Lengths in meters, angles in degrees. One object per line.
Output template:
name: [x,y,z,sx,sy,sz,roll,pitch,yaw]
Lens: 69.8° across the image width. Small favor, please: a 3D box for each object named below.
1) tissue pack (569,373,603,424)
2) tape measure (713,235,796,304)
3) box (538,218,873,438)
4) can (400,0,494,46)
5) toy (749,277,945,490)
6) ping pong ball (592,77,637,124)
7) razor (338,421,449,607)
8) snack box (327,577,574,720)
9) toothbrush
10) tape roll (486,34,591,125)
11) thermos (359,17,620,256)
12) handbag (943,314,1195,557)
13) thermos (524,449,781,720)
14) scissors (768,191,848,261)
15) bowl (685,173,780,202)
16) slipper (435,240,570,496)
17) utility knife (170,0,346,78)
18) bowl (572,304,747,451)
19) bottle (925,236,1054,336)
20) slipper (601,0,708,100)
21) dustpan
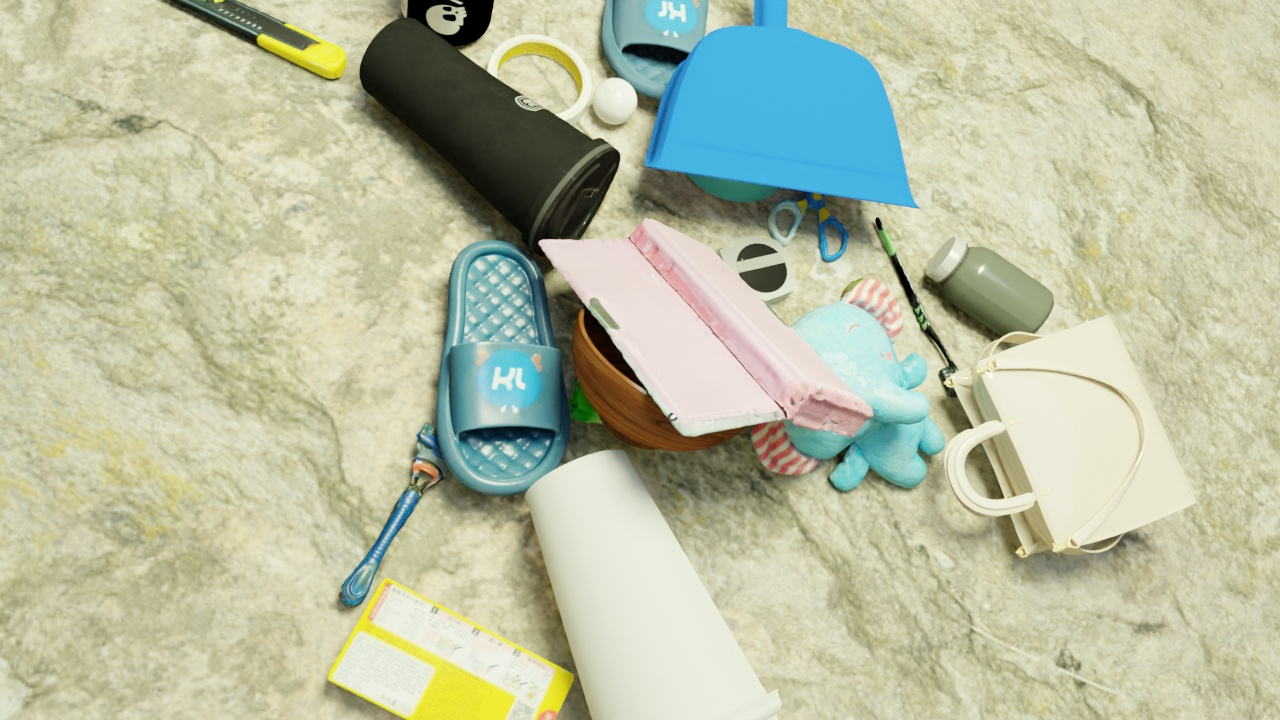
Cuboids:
tissue pack: [-0.004,0.004,0.745,0.099,0.034,0.113,17,66,-13]
tape measure: [0.102,-0.079,0.817,0.065,0.017,0.064,-15,75,-21]
box: [0.047,-0.032,0.678,0.180,0.051,0.232,4,35,-40]
can: [-0.157,-0.337,0.767,0.080,0.146,0.080,6,68,-14]
toy: [0.186,0.037,0.755,0.180,0.115,0.183,39,77,-12]
ping pong ball: [-0.023,-0.233,0.825,0.040,0.040,0.040,5,69,-14]
razor: [-0.175,0.113,0.663,0.044,0.018,0.140,35,65,-14]
snack box: [-0.129,0.219,0.633,0.152,0.025,0.075,29,65,-4]
toothbrush: [0.256,-0.051,0.853,0.017,0.014,0.188,-18,76,-14]
tape roll: [-0.091,-0.248,0.823,0.094,0.019,0.094,6,68,-14]
thermos: [-0.124,-0.186,0.750,0.218,0.106,0.105,39,64,6]
handbag: [0.340,0.072,0.781,0.197,0.101,0.194,-15,78,-21]
thermos: [-0.002,0.179,0.638,0.131,0.132,0.221,-18,68,-22]
scissors: [0.154,-0.155,0.865,0.097,0.020,0.132,4,70,-18]
bowl: [0.092,-0.211,0.847,0.121,0.046,0.121,5,69,-14]
slipper: [-0.100,-0.001,0.701,0.103,0.059,0.213,7,63,-26]
utility knife: [-0.336,-0.286,0.768,0.186,0.020,0.028,23,63,-6]
bowl: [0.008,0.023,0.674,0.147,0.069,0.147,24,26,-12]
bottle: [0.323,-0.067,0.853,0.108,0.060,0.060,33,64,-2]
slipper: [0.015,-0.336,0.867,0.103,0.059,0.213,3,68,-13]
dustpan: [0.126,-0.264,0.818,0.245,0.060,0.257,6,78,-14]
